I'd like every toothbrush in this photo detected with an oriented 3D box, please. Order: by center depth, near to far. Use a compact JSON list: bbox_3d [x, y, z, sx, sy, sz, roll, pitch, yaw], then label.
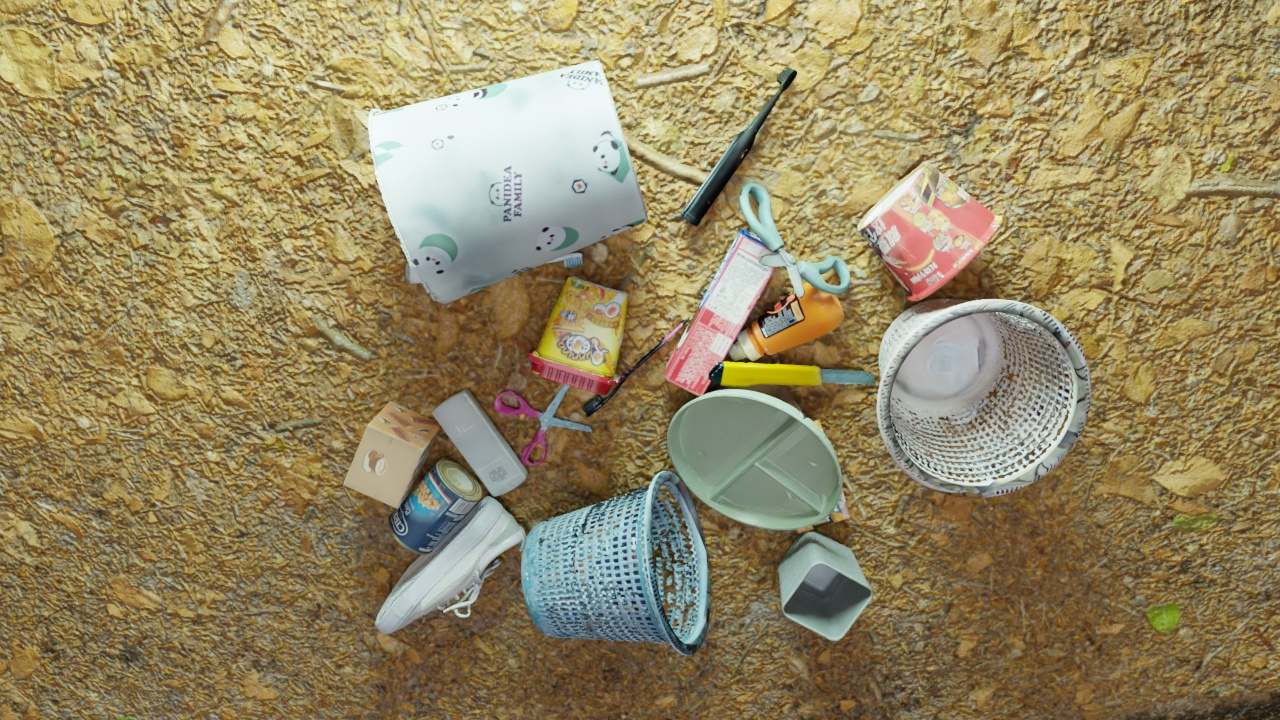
[{"bbox_3d":[0.117,-0.254,1.089,0.026,0.027,0.213,17,113,-50],"label":"toothbrush"},{"bbox_3d":[-0.182,-0.118,1.144,0.221,0.027,0.026,-5,74,4],"label":"toothbrush"},{"bbox_3d":[-0.007,0.007,1.183,0.189,0.014,0.018,-44,89,13],"label":"toothbrush"}]

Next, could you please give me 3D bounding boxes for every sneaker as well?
[{"bbox_3d":[-0.254,0.295,1.251,0.242,0.089,0.091,-44,105,8],"label":"sneaker"}]

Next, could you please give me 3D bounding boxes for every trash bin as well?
[{"bbox_3d":[-0.137,-0.205,1.022,0.252,0.229,0.230,-18,106,1],"label":"trash bin"},{"bbox_3d":[0.373,0.019,1.074,0.227,0.192,0.228,1,107,2],"label":"trash bin"},{"bbox_3d":[-0.036,0.268,1.177,0.195,0.226,0.227,-11,107,19],"label":"trash bin"}]

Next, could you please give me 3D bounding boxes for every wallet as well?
[{"bbox_3d":[0.152,0.065,1.185,0.101,0.032,0.124,-32,104,9],"label":"wallet"}]

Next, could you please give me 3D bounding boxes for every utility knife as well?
[{"bbox_3d":[0.193,0.020,1.150,0.230,0.015,0.033,3,116,-16],"label":"utility knife"}]

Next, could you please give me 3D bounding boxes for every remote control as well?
[{"bbox_3d":[-0.211,0.110,1.219,0.058,0.021,0.150,-30,103,11],"label":"remote control"}]

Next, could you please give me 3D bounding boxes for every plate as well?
[{"bbox_3d":[0.143,0.125,1.153,0.230,0.027,0.231,16,133,18],"label":"plate"}]

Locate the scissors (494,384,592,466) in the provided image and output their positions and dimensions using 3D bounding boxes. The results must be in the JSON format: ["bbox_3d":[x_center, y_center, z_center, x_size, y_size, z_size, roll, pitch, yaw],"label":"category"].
[{"bbox_3d":[-0.130,0.083,1.212,0.133,0.017,0.136,14,105,-5],"label":"scissors"}]

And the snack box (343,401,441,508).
[{"bbox_3d":[-0.320,0.121,1.189,0.077,0.094,0.093,25,107,-5],"label":"snack box"}]

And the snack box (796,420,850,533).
[{"bbox_3d":[0.218,0.153,1.195,0.075,0.026,0.154,-19,119,7],"label":"snack box"}]

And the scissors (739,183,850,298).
[{"bbox_3d":[0.181,-0.140,1.089,0.019,0.174,0.170,-42,60,39],"label":"scissors"}]

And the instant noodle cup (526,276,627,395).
[{"bbox_3d":[-0.068,-0.034,1.127,0.116,0.116,0.124,17,95,-2],"label":"instant noodle cup"}]

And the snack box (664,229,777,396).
[{"bbox_3d":[0.102,-0.059,1.134,0.058,0.057,0.208,27,107,-4],"label":"snack box"}]

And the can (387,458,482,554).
[{"bbox_3d":[-0.272,0.193,1.220,0.075,0.075,0.111,41,104,-10],"label":"can"}]

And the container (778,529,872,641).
[{"bbox_3d":[0.237,0.288,1.206,0.090,0.114,0.090,30,106,-7],"label":"container"}]

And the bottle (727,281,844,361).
[{"bbox_3d":[0.175,-0.041,1.137,0.150,0.066,0.067,-29,104,19],"label":"bottle"}]

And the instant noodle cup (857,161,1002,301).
[{"bbox_3d":[0.325,-0.152,1.060,0.108,0.137,0.138,44,104,-2],"label":"instant noodle cup"}]
